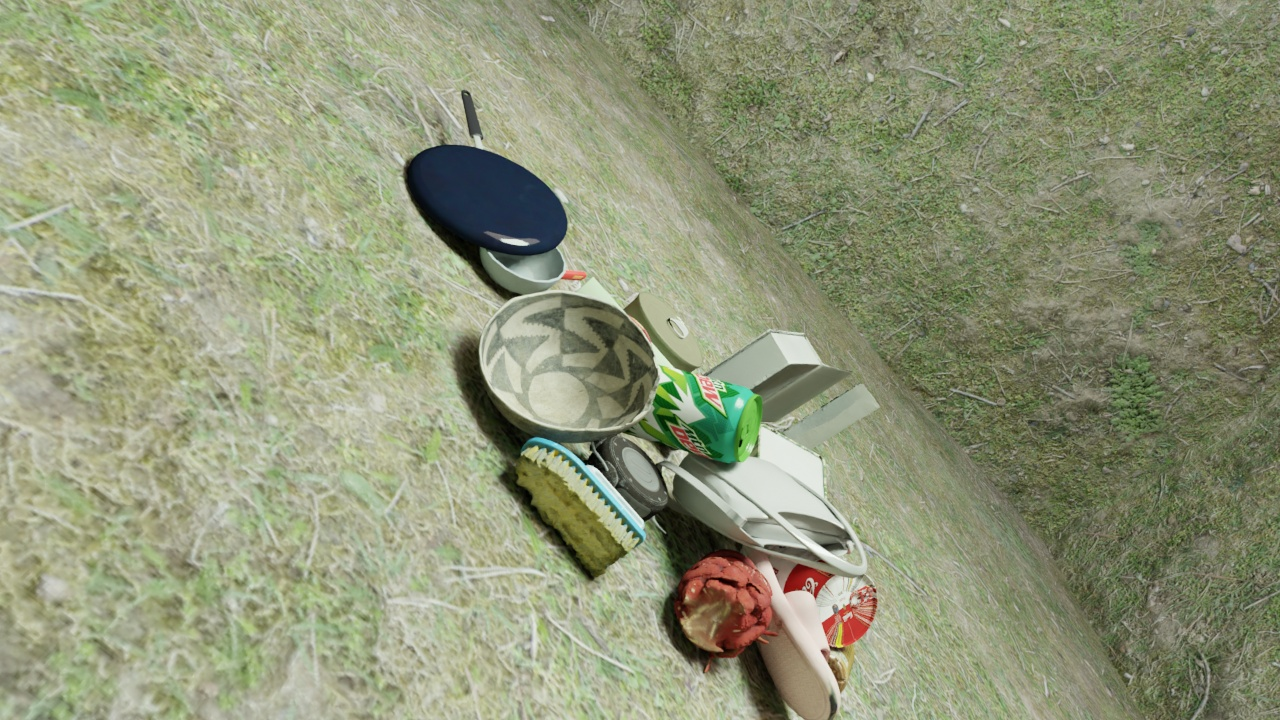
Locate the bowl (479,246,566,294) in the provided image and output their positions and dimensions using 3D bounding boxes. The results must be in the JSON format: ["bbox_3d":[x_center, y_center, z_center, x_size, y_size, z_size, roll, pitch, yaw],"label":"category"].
[{"bbox_3d":[-0.143,-0.114,1.076,0.106,0.039,0.106,22,37,-18],"label":"bowl"}]

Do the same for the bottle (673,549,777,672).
[{"bbox_3d":[0.082,0.240,0.889,0.099,0.099,0.111,51,9,1],"label":"bottle"}]

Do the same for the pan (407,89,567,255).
[{"bbox_3d":[-0.197,-0.251,1.146,0.198,0.021,0.356,10,40,-28],"label":"pan"}]

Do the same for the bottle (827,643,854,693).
[{"bbox_3d":[0.218,0.331,1.057,0.059,0.060,0.165,53,18,8],"label":"bottle"}]

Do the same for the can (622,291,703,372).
[{"bbox_3d":[0.016,-0.021,1.236,0.128,0.073,0.127,43,20,-20],"label":"can"}]

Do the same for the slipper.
[{"bbox_3d":[0.152,0.278,0.954,0.221,0.055,0.107,-118,-156,-54],"label":"slipper"}]

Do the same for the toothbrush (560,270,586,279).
[{"bbox_3d":[-0.115,-0.110,1.200,0.018,0.012,0.212,54,19,10],"label":"toothbrush"}]

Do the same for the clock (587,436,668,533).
[{"bbox_3d":[-0.019,0.121,0.936,0.123,0.044,0.091,39,21,-28],"label":"clock"}]

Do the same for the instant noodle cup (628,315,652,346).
[{"bbox_3d":[-0.048,0.006,1.024,0.097,0.098,0.108,49,27,-3],"label":"instant noodle cup"}]

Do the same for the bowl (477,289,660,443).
[{"bbox_3d":[-0.076,0.020,0.904,0.178,0.081,0.178,11,47,-12],"label":"bowl"}]

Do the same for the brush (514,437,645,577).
[{"bbox_3d":[-0.056,0.122,0.831,0.136,0.055,0.075,49,24,-4],"label":"brush"}]

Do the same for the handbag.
[{"bbox_3d":[0.138,0.174,0.969,0.215,0.095,0.223,16,10,-37],"label":"handbag"}]

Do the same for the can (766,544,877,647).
[{"bbox_3d":[0.194,0.257,1.029,0.086,0.086,0.116,41,-10,-25],"label":"can"}]

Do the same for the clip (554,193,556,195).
[{"bbox_3d":[-0.170,-0.217,1.177,0.119,0.103,0.027,29,24,-18],"label":"clip"}]

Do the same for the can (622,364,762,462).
[{"bbox_3d":[0.051,0.055,0.983,0.144,0.083,0.083,14,7,22],"label":"can"}]

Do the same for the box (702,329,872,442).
[{"bbox_3d":[0.219,0.043,1.432,0.367,0.166,0.098,12,48,-59],"label":"box"}]

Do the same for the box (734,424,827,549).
[{"bbox_3d":[0.185,0.180,1.192,0.117,0.051,0.205,29,35,-13],"label":"box"}]

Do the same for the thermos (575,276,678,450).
[{"bbox_3d":[-0.007,0.007,1.119,0.231,0.082,0.082,48,19,-5],"label":"thermos"}]
